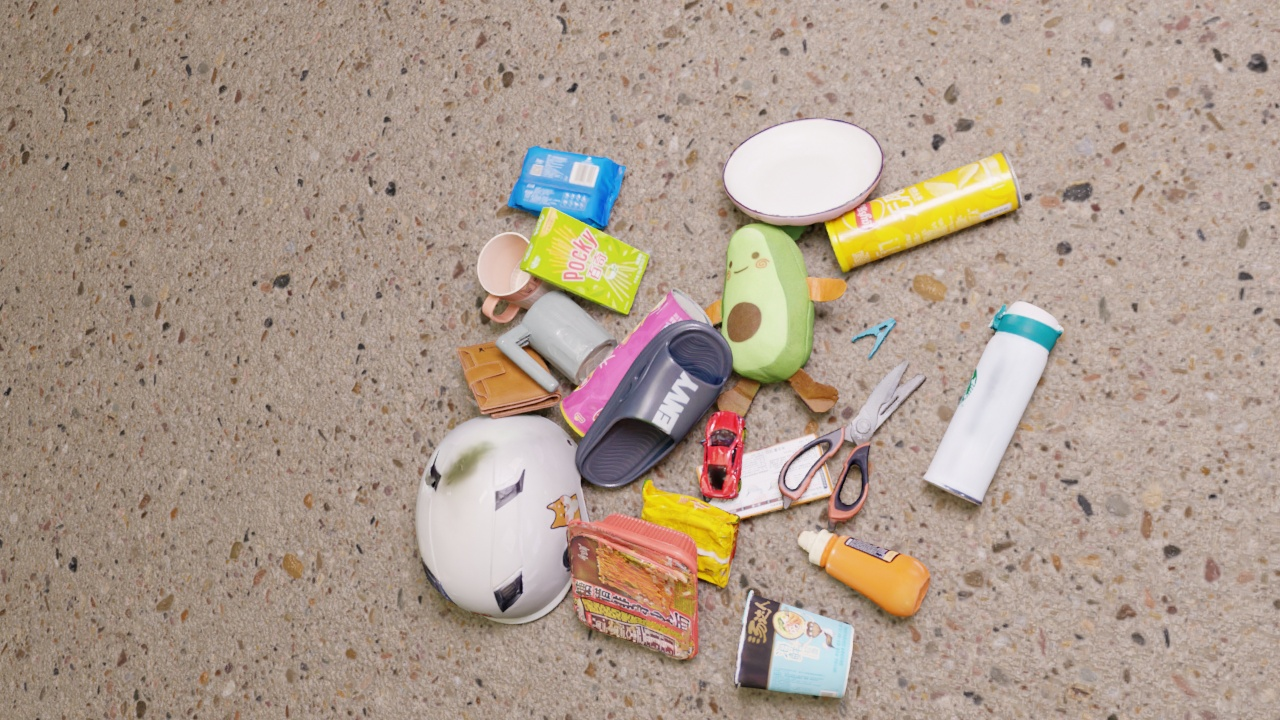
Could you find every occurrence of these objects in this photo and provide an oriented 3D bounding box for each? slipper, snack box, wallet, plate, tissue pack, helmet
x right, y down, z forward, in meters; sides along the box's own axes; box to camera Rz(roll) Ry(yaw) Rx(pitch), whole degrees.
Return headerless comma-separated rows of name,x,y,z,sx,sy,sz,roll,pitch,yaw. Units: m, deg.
slipper,0.017,0.073,1.085,0.269,0.110,0.083,-51,24,27
snack box,0.148,0.144,1.100,0.154,0.026,0.075,-18,74,15
wallet,-0.178,0.021,1.186,0.119,0.035,0.130,-9,41,-22
snack box,-0.069,-0.125,1.170,0.026,0.156,0.085,15,83,60
plate,0.197,-0.223,1.113,0.192,0.039,0.192,-9,47,9
tissue pack,-0.101,-0.235,1.247,0.157,0.052,0.095,14,83,21
helmet,-0.188,0.193,1.143,0.230,0.156,0.274,4,81,21

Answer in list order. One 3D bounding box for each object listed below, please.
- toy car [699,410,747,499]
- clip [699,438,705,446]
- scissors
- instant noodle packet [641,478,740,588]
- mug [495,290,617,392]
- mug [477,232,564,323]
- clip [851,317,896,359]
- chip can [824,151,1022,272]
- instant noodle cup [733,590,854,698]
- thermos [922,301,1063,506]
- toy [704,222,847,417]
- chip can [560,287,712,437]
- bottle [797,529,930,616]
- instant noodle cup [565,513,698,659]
toy car,0.098,0.112,1.095,0.049,0.031,0.106,4,77,21
clip,0.101,0.094,1.128,0.058,0.026,0.042,-38,62,9
scissors,0.254,0.098,1.060,0.202,0.015,0.206,-9,74,7
instant noodle packet,0.054,0.207,1.096,0.128,0.044,0.111,18,123,22
mug,-0.106,-0.019,1.179,0.103,0.084,0.123,40,54,19
mug,-0.162,-0.101,1.215,0.082,0.106,0.114,32,92,22
clip,0.281,-0.031,1.092,0.054,0.013,0.033,-43,70,7
chip can,0.326,-0.172,1.071,0.214,0.072,0.072,-19,74,16
instant noodle cup,0.173,0.322,1.023,0.120,0.111,0.111,8,82,13
thermos,0.388,0.044,1.012,0.073,0.073,0.224,25,89,22
toy,0.150,-0.054,1.099,0.228,0.089,0.246,-12,79,37
chip can,-0.007,0.007,1.136,0.211,0.071,0.071,-46,68,19
bottle,0.246,0.231,1.034,0.149,0.066,0.066,23,88,29
instant noodle cup,0.000,0.253,1.076,0.165,0.078,0.189,14,130,21
